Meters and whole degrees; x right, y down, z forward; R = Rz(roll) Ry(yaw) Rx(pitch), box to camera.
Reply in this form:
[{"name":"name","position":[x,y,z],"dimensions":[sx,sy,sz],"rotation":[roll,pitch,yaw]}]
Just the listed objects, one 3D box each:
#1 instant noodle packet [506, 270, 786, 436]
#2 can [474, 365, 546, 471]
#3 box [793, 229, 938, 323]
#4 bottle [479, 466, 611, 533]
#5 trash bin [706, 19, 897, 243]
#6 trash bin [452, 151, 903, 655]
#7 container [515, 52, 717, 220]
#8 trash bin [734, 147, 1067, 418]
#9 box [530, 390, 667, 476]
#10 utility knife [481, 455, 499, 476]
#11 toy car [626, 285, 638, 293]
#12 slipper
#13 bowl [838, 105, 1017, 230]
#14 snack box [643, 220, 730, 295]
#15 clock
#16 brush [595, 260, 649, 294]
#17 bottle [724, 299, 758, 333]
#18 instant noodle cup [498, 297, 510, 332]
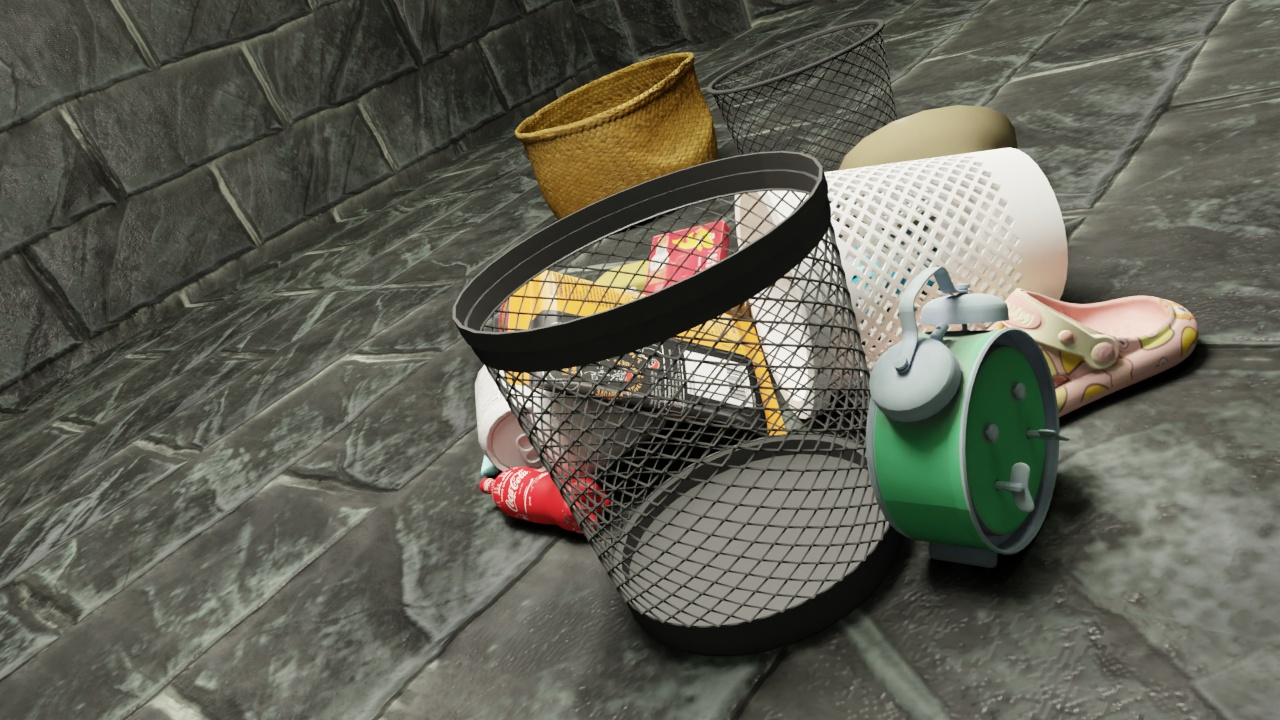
[{"name":"instant noodle packet","position":[0.003,-0.010,0.732],"dimensions":[0.220,0.032,0.159],"rotation":[13,35,-15]},{"name":"can","position":[-0.111,0.047,0.843],"dimensions":[0.078,0.078,0.136],"rotation":[-24,23,-2]},{"name":"box","position":[0.251,-0.101,0.869],"dimensions":[0.226,0.041,0.094],"rotation":[-29,23,-13]},{"name":"bottle","position":[-0.082,0.108,0.730],"dimensions":[0.142,0.042,0.041],"rotation":[2,33,46]},{"name":"trash bin","position":[0.193,-0.220,0.967],"dimensions":[0.184,0.210,0.183],"rotation":[-20,23,9]},{"name":"trash bin","position":[0.037,0.026,0.555],"dimensions":[0.218,0.227,0.217],"rotation":[-20,23,9]},{"name":"container","position":[-0.032,-0.338,1.467],"dimensions":[0.307,0.197,0.306],"rotation":[-19,25,9]},{"name":"trash bin","position":[0.196,-0.074,0.705],"dimensions":[0.199,0.196,0.195],"rotation":[-14,23,-3]},{"name":"box","position":[-0.042,0.016,0.771],"dimensions":[0.139,0.141,0.084],"rotation":[-23,-28,-47]},{"name":"utility knife","position":[-0.139,0.079,0.886],"dimensions":[0.022,0.015,0.126],"rotation":[-27,19,4]},{"name":"toy car","position":[-0.020,-0.053,0.986],"dimensions":[0.039,0.039,0.113],"rotation":[-25,-1,-5]},{"name":"slipper","position":[0.266,-0.013,0.615],"dimensions":[0.197,0.081,0.093],"rotation":[-20,22,2]},{"name":"bowl","position":[0.253,-0.155,0.801],"dimensions":[0.152,0.152,0.050],"rotation":[-15,68,20]},{"name":"snack box","position":[0.047,-0.085,0.983],"dimensions":[0.089,0.021,0.132],"rotation":[-10,54,29]},{"name":"clock","position":[0.178,0.026,0.503],"dimensions":[0.075,0.162,0.121],"rotation":[0,31,45]},{"name":"brush","position":[0.014,-0.089,1.071],"dimensions":[0.174,0.042,0.082],"rotation":[-10,26,29]},{"name":"bottle","position":[0.055,-0.037,0.884],"dimensions":[0.157,0.068,0.067],"rotation":[-8,27,33]},{"name":"instant noodle cup","position":[-0.088,-0.032,0.989],"dimensions":[0.097,0.098,0.109],"rotation":[-31,32,-18]}]
